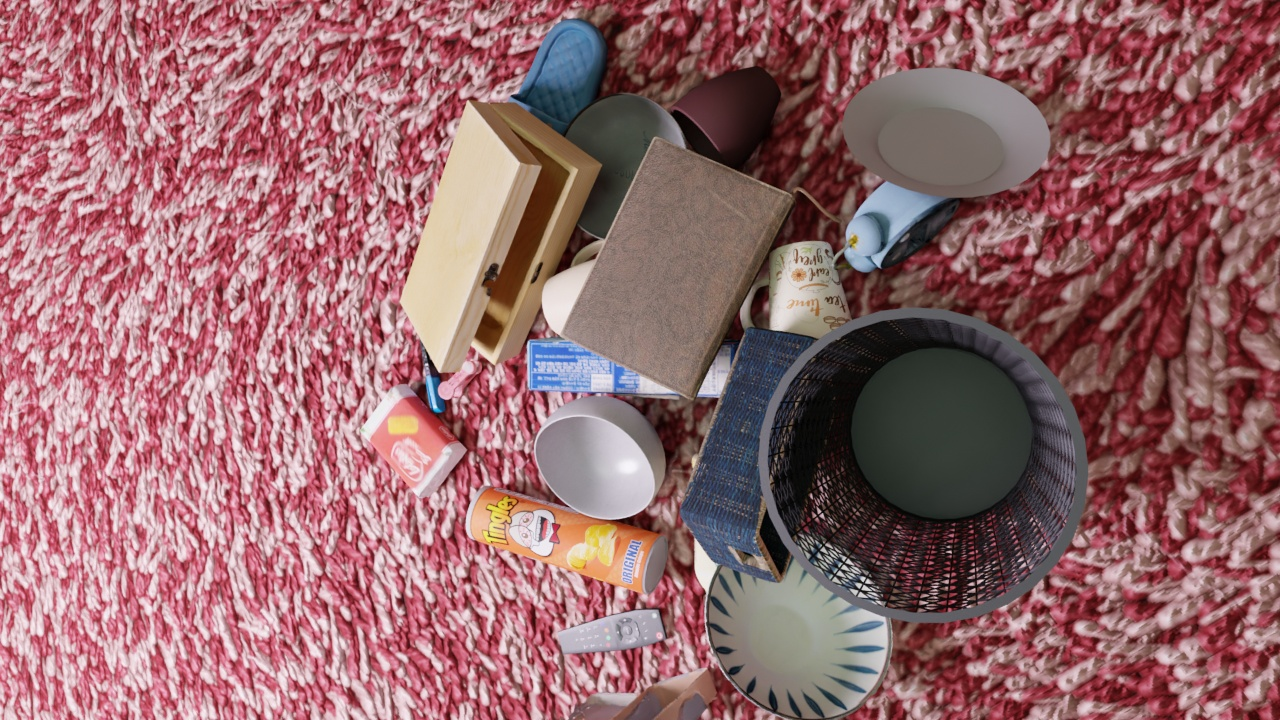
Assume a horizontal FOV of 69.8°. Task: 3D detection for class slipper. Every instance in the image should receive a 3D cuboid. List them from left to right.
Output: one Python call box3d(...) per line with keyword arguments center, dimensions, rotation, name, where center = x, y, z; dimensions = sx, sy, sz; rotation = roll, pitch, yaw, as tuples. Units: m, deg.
box3d(center=(-0.104, -0.261, 0.974), dimensions=(0.104, 0.059, 0.214), rotation=(25, 99, 22), name="slipper")

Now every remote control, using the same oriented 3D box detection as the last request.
box3d(center=(-0.031, 0.292, 0.983), dimensions=(0.125, 0.010, 0.039), rotation=(-17, 85, 22), name="remote control")

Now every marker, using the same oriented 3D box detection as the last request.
box3d(center=(-0.245, 0.000, 1.059), dimensions=(0.015, 0.018, 0.123), rotation=(-14, 85, 20), name="marker")

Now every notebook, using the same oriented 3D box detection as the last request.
box3d(center=(0.052, -0.080, 0.851), dimensions=(0.190, 0.034, 0.215), rotation=(26, 91, 11), name="notebook")

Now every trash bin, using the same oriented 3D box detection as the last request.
box3d(center=(0.232, 0.070, 0.744), dimensions=(0.217, 0.242, 0.217), rotation=(1, 91, 22), name="trash bin")

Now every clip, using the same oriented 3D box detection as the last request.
box3d(center=(-0.201, 0.022, 1.045), dimensions=(0.059, 0.038, 0.022), rotation=(-44, 72, 18), name="clip")

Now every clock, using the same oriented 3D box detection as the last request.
box3d(center=(0.224, -0.120, 0.824), dimensions=(0.124, 0.089, 0.051), rotation=(-38, 73, 3), name="clock")

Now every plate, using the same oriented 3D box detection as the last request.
box3d(center=(0.264, -0.195, 0.801), dimensions=(0.173, 0.019, 0.172), rotation=(-2, 53, 3), name="plate")

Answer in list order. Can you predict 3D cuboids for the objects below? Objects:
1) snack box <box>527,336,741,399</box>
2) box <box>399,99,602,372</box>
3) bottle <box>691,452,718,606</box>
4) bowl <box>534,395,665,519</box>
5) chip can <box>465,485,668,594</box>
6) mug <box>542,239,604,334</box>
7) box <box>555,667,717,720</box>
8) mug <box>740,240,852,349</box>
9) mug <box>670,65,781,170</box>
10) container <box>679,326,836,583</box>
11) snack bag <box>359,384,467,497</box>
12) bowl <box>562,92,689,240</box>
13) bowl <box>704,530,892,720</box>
box3d(center=(-0.006, 0.005, 0.940), dimensions=(0.227, 0.059, 0.059), rotation=(1, 95, 23), name="snack box")
box3d(center=(-0.165, -0.124, 0.933), dimensions=(0.140, 0.122, 0.250), rotation=(37, 122, 14), name="box")
box3d(center=(0.081, 0.172, 0.910), dimensions=(0.057, 0.056, 0.162), rotation=(-1, 91, 22), name="bottle")
box3d(center=(-0.036, 0.092, 0.939), dimensions=(0.132, 0.064, 0.132), rotation=(12, 125, 17), name="bowl")
box3d(center=(-0.079, 0.188, 0.972), dimensions=(0.210, 0.062, 0.062), rotation=(12, 96, 22), name="chip can")
box3d(center=(-0.041, -0.077, 0.948), dimensions=(0.104, 0.085, 0.111), rotation=(-10, 59, 26), name="mug")
box3d(center=(-0.028, 0.347, 0.873), dimensions=(0.154, 0.216, 0.058), rotation=(-20, 82, 20), name="box")
box3d(center=(0.143, -0.054, 0.881), dimensions=(0.122, 0.081, 0.097), rotation=(-16, 77, 48), name="mug")
box3d(center=(0.084, -0.247, 0.895), dimensions=(0.088, 0.087, 0.114), rotation=(-42, 46, 0), name="mug")
box3d(center=(0.109, 0.084, 0.814), dimensions=(0.071, 0.145, 0.187), rotation=(12, 66, 24), name="container")
box3d(center=(-0.263, 0.092, 1.059), dimensions=(0.116, 0.036, 0.077), rotation=(44, 106, 15), name="snack bag")
box3d(center=(-0.010, -0.193, 0.937), dimensions=(0.151, 0.056, 0.151), rotation=(2, 95, 24), name="bowl")
box3d(center=(0.140, 0.255, 0.864), dimensions=(0.177, 0.176, 0.071), rotation=(43, 150, 16), name="bowl")
